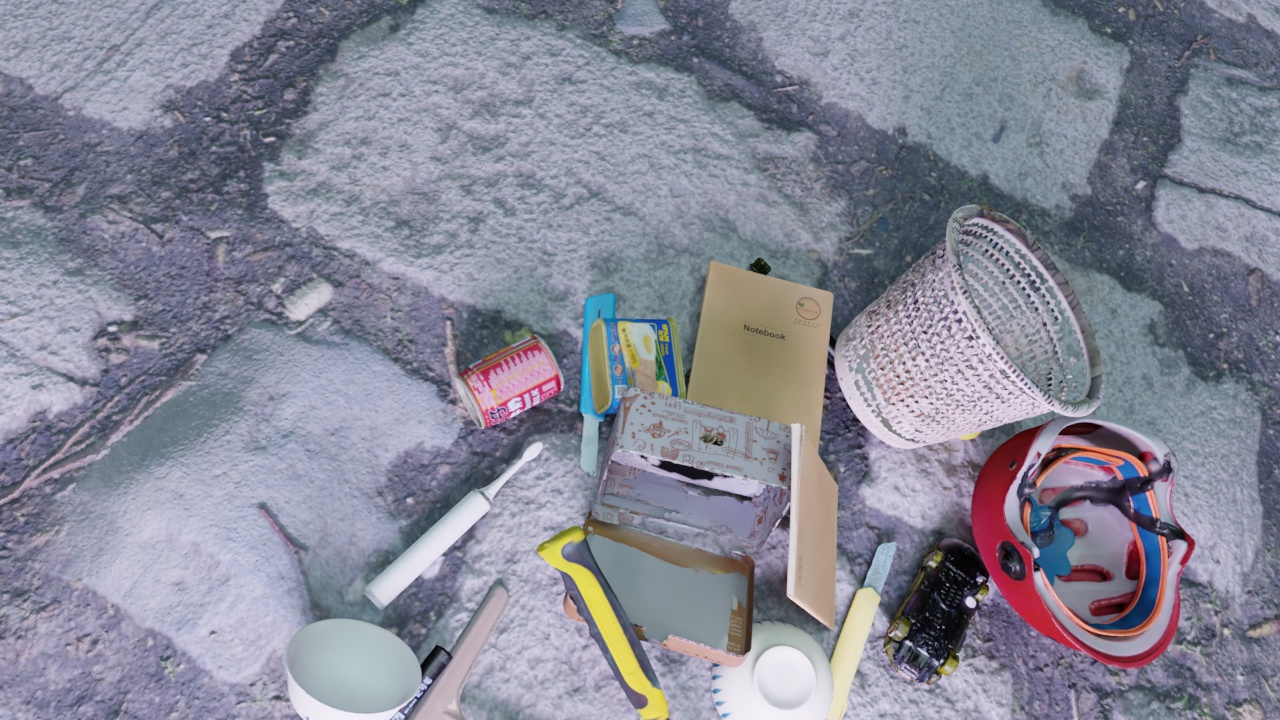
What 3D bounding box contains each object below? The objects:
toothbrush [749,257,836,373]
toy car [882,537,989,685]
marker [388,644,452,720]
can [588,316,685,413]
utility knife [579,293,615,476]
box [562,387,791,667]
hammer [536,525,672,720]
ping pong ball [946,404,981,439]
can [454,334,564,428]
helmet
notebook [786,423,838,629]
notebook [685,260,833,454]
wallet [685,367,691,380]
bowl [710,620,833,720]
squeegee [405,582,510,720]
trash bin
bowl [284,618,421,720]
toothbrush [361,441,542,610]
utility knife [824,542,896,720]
[{"bbox_3d":[0.195,-0.033,1.029,0.212,0.027,0.026,51,31,11],"label":"toothbrush"},{"bbox_3d":[0.302,0.252,0.930,0.070,0.042,0.157,36,64,5],"label":"toy car"},{"bbox_3d":[-0.219,0.315,0.827,0.022,0.020,0.131,26,67,34],"label":"marker"},{"bbox_3d":[-0.006,0.006,0.953,0.083,0.057,0.102,1,73,-22],"label":"can"},{"bbox_3d":[-0.048,0.023,0.972,0.034,0.018,0.204,6,70,-8],"label":"utility knife"},{"bbox_3d":[0.036,0.159,0.853,0.183,0.157,0.193,14,47,-3],"label":"box"},{"bbox_3d":[0.007,0.292,0.804,0.126,0.032,0.323,-27,94,-1],"label":"hammer"},{"bbox_3d":[0.358,0.067,1.011,0.040,0.040,0.040,3,69,-9],"label":"ping pong ball"},{"bbox_3d":[-0.133,0.022,0.930,0.093,0.067,0.066,-28,76,-19],"label":"can"},{"bbox_3d":[0.429,0.178,0.928,0.206,0.144,0.240,-1,80,-18],"label":"helmet"},{"bbox_3d":[0.165,0.163,0.861,0.012,0.211,0.149,-2,67,21],"label":"notebook"},{"bbox_3d":[0.128,-0.001,0.982,0.148,0.008,0.207,14,65,-6],"label":"notebook"},{"bbox_3d":[0.113,0.002,1.000,0.090,0.033,0.115,35,67,2],"label":"wallet"},{"bbox_3d":[0.128,0.302,0.863,0.116,0.066,0.116,2,68,-4],"label":"bowl"},{"bbox_3d":[-0.096,0.368,0.821,0.249,0.040,0.247,32,66,2],"label":"squeegee"},{"bbox_3d":[0.314,-0.012,0.930,0.227,0.193,0.227,21,52,-30],"label":"trash bin"},{"bbox_3d":[-0.258,0.289,0.801,0.118,0.118,0.065,23,106,0],"label":"bowl"},{"bbox_3d":[-0.176,0.154,0.894,0.220,0.026,0.027,-43,108,-21],"label":"toothbrush"},{"bbox_3d":[0.218,0.273,0.920,0.031,0.021,0.206,26,74,0],"label":"utility knife"}]
